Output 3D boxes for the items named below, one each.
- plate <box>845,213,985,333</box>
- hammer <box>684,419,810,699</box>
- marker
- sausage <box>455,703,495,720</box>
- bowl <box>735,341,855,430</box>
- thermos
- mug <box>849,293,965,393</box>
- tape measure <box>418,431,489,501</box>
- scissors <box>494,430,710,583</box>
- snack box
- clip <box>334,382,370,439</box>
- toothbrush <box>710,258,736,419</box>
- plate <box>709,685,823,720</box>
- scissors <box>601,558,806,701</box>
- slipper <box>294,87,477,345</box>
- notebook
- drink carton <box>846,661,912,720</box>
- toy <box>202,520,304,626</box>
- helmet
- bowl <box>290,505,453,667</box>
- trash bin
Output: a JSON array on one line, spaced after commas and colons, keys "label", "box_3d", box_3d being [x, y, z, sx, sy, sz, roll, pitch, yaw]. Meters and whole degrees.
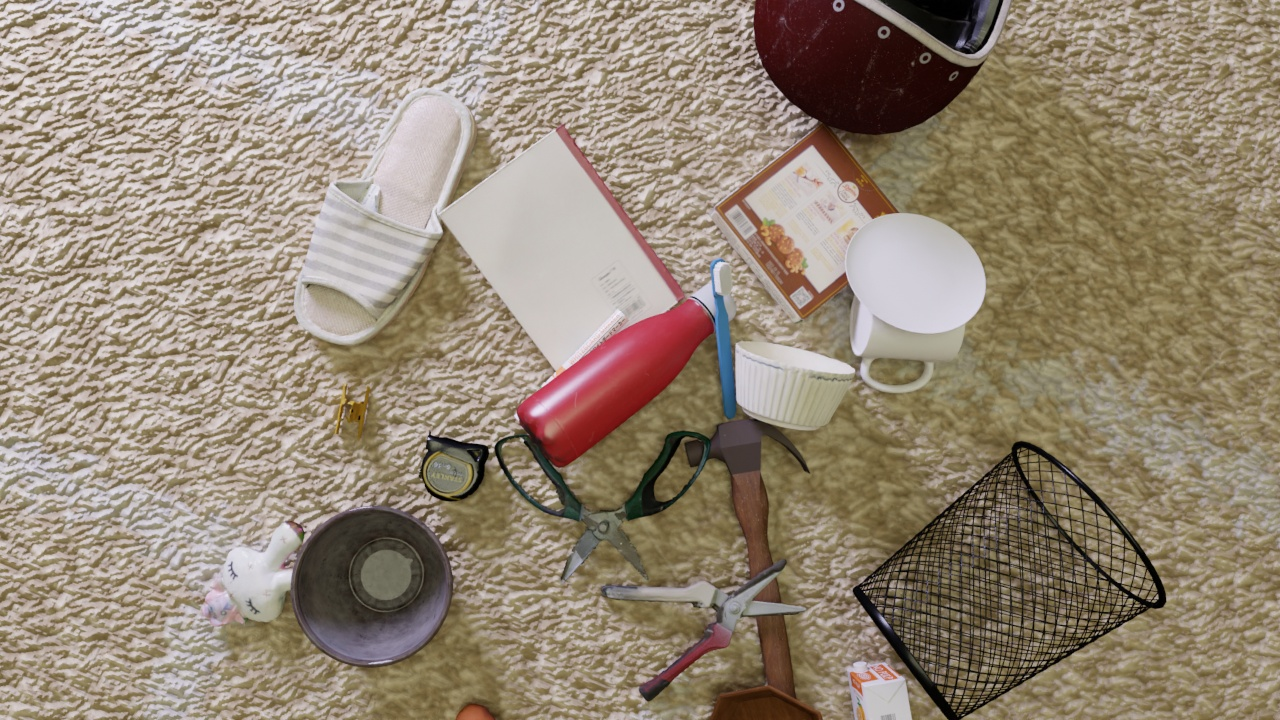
[{"label": "plate", "box_3d": [0.260, -0.082, 0.873, 0.134, 0.011, 0.134, 2, 63, -4]}, {"label": "hammer", "box_3d": [0.123, 0.218, 0.902, 0.115, 0.033, 0.323, -9, 88, 0]}, {"label": "marker", "box_3d": [-0.068, 0.007, 0.897, 0.017, 0.017, 0.145, 44, 88, 0]}, {"label": "sausage", "box_3d": [-0.115, 0.394, 0.875, 0.164, 0.039, 0.044, 44, 83, 0]}, {"label": "bowl", "box_3d": [0.142, 0.026, 0.878, 0.115, 0.115, 0.062, 11, 101, -3]}, {"label": "thermos", "box_3d": [-0.005, 0.005, 0.880, 0.239, 0.073, 0.073, -37, 90, -15]}, {"label": "mug", "box_3d": [0.259, -0.020, 0.906, 0.090, 0.073, 0.111, 4, 107, -3]}, {"label": "tape measure", "box_3d": [-0.182, 0.106, 0.889, 0.061, 0.034, 0.061, 14, 84, -2]}, {"label": "scissors", "box_3d": [-0.043, 0.117, 0.895, 0.205, 0.015, 0.202, 39, 93, 3]}, {"label": "snack box", "box_3d": [0.169, -0.137, 0.917, 0.147, 0.041, 0.143, -39, 90, -4]}, {"label": "clip", "box_3d": [-0.277, 0.049, 0.885, 0.046, 0.048, 0.054, 15, 84, -43]}, {"label": "toothbrush", "box_3d": [0.083, -0.017, 0.885, 0.016, 0.014, 0.167, -23, 117, -32]}, {"label": "plate", "box_3d": [0.126, 0.368, 0.876, 0.131, 0.025, 0.131, 3, 97, 22]}, {"label": "scissors", "box_3d": [0.050, 0.249, 0.890, 0.179, 0.015, 0.198, 30, 97, 7]}, {"label": "slipper", "box_3d": [-0.246, -0.142, 0.892, 0.114, 0.054, 0.272, 28, 85, -7]}, {"label": "notebook", "box_3d": [-0.074, -0.101, 0.899, 0.153, 0.012, 0.209, -37, 101, -5]}, {"label": "drink carton", "box_3d": [0.236, 0.357, 0.887, 0.040, 0.058, 0.122, -9, 88, -4]}, {"label": "toy", "box_3d": [-0.361, 0.210, 0.873, 0.122, 0.038, 0.079, -33, 96, -2]}, {"label": "helmet", "box_3d": [0.230, -0.330, 0.828, 0.233, 0.233, 0.254, 33, 104, 4]}, {"label": "bowl", "box_3d": [-0.246, 0.207, 0.864, 0.145, 0.067, 0.145, 0, 87, -3]}, {"label": "trash bin", "box_3d": [0.324, 0.211, 0.846, 0.210, 0.184, 0.184, -36, 89, 1]}]
